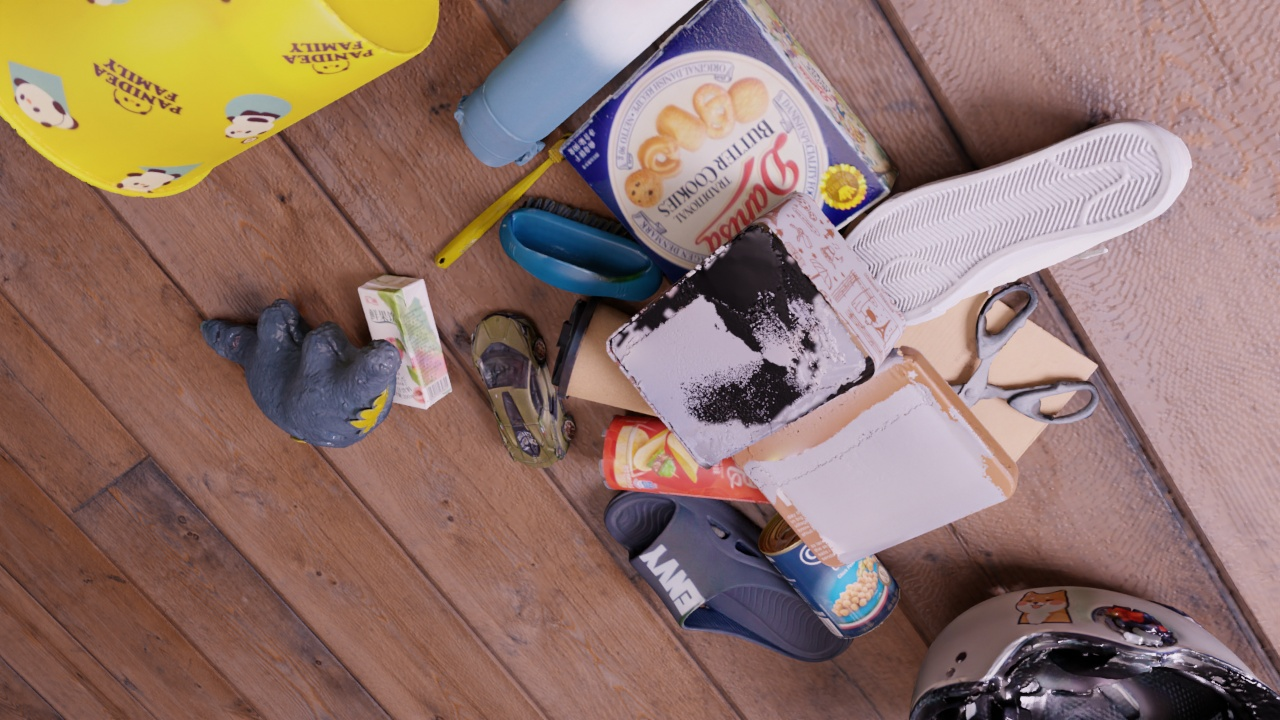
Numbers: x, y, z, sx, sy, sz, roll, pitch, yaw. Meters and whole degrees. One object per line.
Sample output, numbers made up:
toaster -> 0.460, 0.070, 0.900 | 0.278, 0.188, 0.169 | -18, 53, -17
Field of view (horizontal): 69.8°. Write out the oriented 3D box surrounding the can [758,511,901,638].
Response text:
can -> 0.168, 0.182, 0.812 | 0.075, 0.075, 0.111 | -33, 103, 34

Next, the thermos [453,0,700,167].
thermos -> -0.049, -0.222, 0.671 | 0.221, 0.070, 0.070 | -32, 103, 34

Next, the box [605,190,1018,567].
box -> 0.122, 0.032, 0.661 | 0.260, 0.082, 0.178 | 51, 130, -4

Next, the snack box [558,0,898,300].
snack box -> 0.062, -0.148, 0.678 | 0.178, 0.045, 0.182 | -36, 101, 35

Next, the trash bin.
trash bin -> -0.303, -0.264, 0.662 | 0.256, 0.229, 0.230 | -13, 113, 23

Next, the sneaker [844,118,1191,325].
sneaker -> 0.241, -0.092, 0.621 | 0.243, 0.090, 0.089 | -23, 87, 43

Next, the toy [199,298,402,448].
toy -> -0.317, 0.017, 0.880 | 0.357, 0.091, 0.138 | 11, 130, 41

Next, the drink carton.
drink carton -> -0.221, -0.019, 0.870 | 0.054, 0.045, 0.123 | 9, 121, 33

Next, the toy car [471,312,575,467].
toy car -> -0.114, 0.030, 0.860 | 0.070, 0.042, 0.158 | -7, 113, 25

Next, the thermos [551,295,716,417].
thermos -> -0.005, 0.005, 0.775 | 0.143, 0.092, 0.093 | 19, 125, 1

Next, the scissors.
scissors -> 0.250, 0.019, 0.688 | 0.181, 0.014, 0.159 | 3, 105, 11

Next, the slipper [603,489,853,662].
slipper -> 0.081, 0.211, 0.862 | 0.268, 0.083, 0.111 | 33, 124, -1

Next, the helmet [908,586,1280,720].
helmet -> 0.354, 0.273, 0.741 | 0.274, 0.156, 0.230 | -9, 114, 15

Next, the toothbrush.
toothbrush -> -0.118, -0.132, 0.779 | 0.191, 0.016, 0.015 | -34, 101, 34

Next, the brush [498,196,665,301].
brush -> -0.051, -0.084, 0.745 | 0.144, 0.073, 0.055 | 20, 129, 10

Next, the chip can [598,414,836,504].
chip can -> 0.075, 0.088, 0.797 | 0.217, 0.073, 0.073 | 1, 119, 22

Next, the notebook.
notebook -> 0.212, 0.004, 0.705 | 0.211, 0.012, 0.150 | 34, 109, 1
